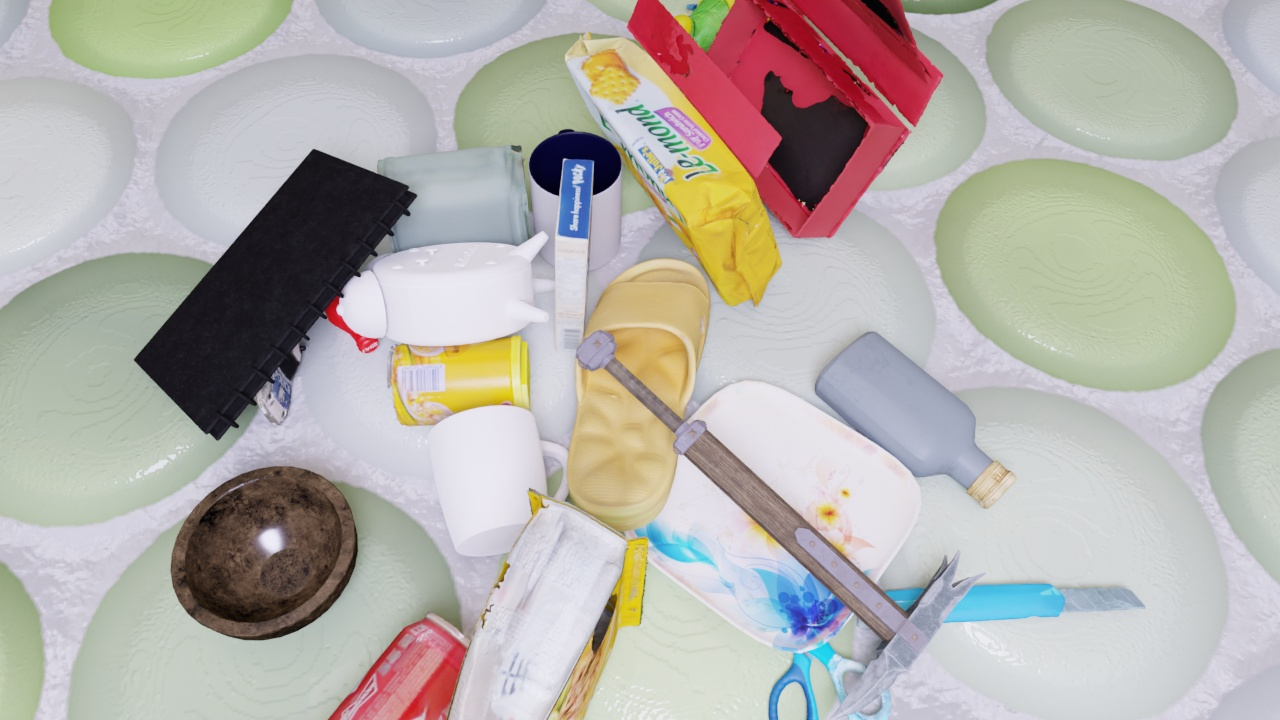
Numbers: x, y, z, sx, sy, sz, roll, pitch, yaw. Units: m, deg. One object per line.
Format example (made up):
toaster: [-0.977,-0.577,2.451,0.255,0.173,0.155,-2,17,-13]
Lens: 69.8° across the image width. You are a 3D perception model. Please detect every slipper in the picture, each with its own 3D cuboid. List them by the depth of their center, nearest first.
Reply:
slipper: [-0.004,0.004,0.722,0.099,0.078,0.262,2,53,11]

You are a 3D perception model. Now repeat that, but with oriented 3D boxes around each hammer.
hammer: [0.071,0.093,0.640,0.317,0.028,0.146,42,70,10]

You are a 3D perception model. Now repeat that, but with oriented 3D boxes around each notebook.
notebook: [-0.290,-0.062,0.723,0.169,0.019,0.231,26,75,41]

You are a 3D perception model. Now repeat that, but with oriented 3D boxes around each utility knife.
utility knife: [0.259,0.177,0.663,0.209,0.015,0.031,-3,59,1]

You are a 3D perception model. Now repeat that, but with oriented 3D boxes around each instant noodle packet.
instant noodle packet: [-0.074,0.213,0.543,0.084,0.163,0.221,21,59,9]

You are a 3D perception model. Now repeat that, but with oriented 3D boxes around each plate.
plate: [0.097,0.111,0.692,0.187,0.016,0.186,33,61,23]

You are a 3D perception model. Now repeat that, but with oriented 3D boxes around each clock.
clock: [-0.152,-0.063,0.736,0.161,0.073,0.125,-3,19,-1]

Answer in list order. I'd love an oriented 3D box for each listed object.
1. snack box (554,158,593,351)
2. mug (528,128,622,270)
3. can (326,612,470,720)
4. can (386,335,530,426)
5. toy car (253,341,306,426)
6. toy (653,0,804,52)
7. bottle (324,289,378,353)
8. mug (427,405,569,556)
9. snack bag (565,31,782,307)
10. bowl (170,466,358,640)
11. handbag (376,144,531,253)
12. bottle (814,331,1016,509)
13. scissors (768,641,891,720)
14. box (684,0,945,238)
snack box: [-0.054,-0.081,0.738,0.026,0.150,0.081,5,58,-3]
mug: [-0.059,-0.152,0.814,0.078,0.097,0.111,-8,58,-7]
can: [-0.169,0.244,0.576,0.067,0.067,0.169,31,62,17]
can: [-0.140,0.016,0.722,0.105,0.068,0.067,-3,58,-3]
toy car: [-0.293,-0.002,0.741,0.040,0.048,0.112,-9,59,-3]
toy: [0.084,-0.362,0.963,0.131,0.097,0.124,-41,59,-3]
bottle: [-0.255,-0.053,0.781,0.036,0.036,0.119,-28,63,-18]
mug: [-0.095,0.091,0.679,0.114,0.081,0.087,5,58,-36]
snack bag: [0.036,-0.161,0.784,0.068,0.159,0.247,-34,63,1]
bowl: [-0.256,0.141,0.645,0.121,0.056,0.121,1,57,-1]
handbag: [-0.157,-0.135,0.797,0.122,0.106,0.067,-7,55,-6]
bottle: [0.220,0.050,0.724,0.072,0.046,0.161,-37,66,-22]
scissors: [0.109,0.201,0.646,0.090,0.014,0.141,-21,60,-7]
box: [0.150,-0.278,0.778,0.123,0.316,0.211,-23,62,-19]
